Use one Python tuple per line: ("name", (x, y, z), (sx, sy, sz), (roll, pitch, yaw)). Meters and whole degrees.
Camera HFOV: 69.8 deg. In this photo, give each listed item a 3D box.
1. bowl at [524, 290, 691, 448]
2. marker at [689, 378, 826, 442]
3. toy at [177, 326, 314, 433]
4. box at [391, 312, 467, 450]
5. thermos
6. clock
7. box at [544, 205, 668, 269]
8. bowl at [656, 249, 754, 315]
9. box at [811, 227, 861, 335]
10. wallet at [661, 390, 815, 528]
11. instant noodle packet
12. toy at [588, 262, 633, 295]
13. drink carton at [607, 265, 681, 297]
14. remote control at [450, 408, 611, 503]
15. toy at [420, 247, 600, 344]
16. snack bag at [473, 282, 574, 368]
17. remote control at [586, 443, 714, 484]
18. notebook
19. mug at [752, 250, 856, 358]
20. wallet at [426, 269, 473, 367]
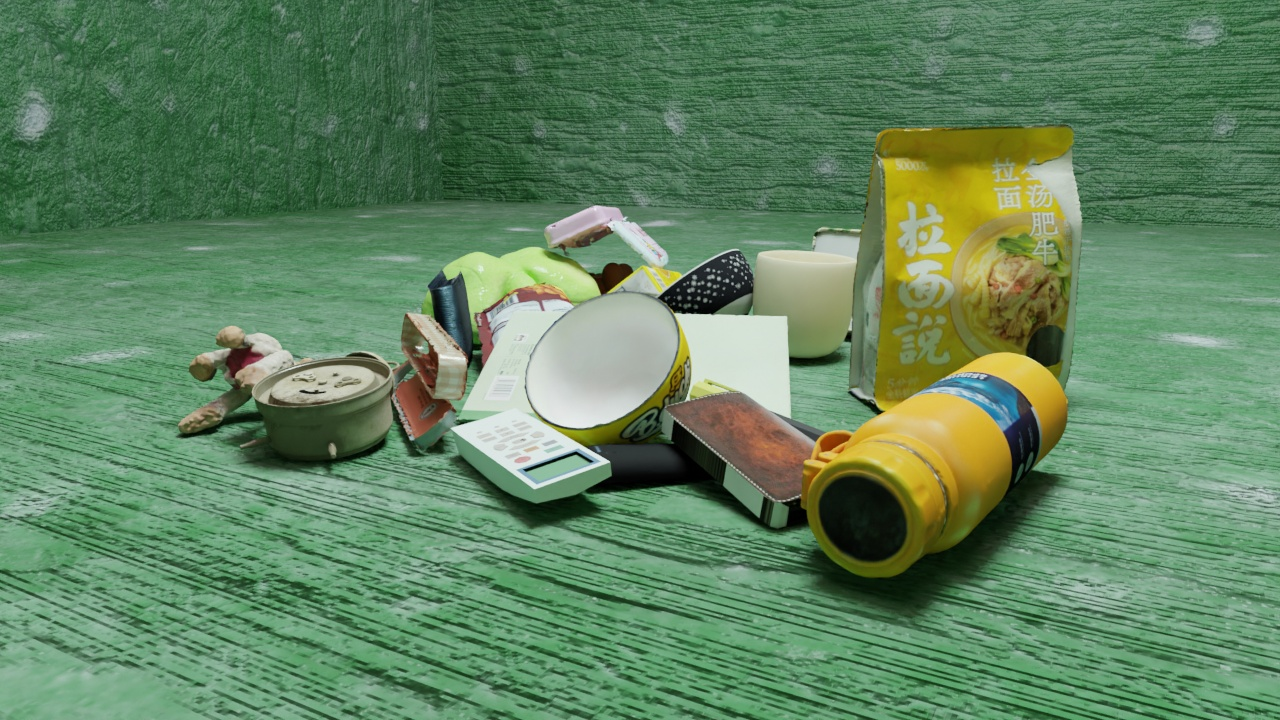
("bowl", (-0.016, 0.016, 0.648), (0.117, 0.068, 0.117), (-14, 49, 17))
("marker", (0.089, 0.040, 0.652), (0.124, 0.021, 0.017), (21, -6, 36))
("toy", (-0.295, 0.020, 0.710), (0.085, 0.074, 0.105), (-39, -21, 16))
("box", (-0.167, 0.011, 0.708), (0.041, 0.082, 0.187), (6, 8, -22))
("thermos", (0.167, 0.055, 0.521), (0.092, 0.076, 0.232), (-24, -4, 39))
("clock", (-0.215, 0.030, 0.664), (0.093, 0.055, 0.140), (3, 21, 15))
("box", (-0.033, -0.152, 1.091), (0.146, 0.077, 0.201), (8, 9, 4))
("bowl", (0.070, -0.052, 0.939), (0.120, 0.066, 0.120), (-32, -9, -6))
("box", (0.275, -0.078, 0.970), (0.206, 0.117, 0.051), (8, -1, 36))
("wallet", (0.073, 0.056, 0.567), (0.072, 0.019, 0.123), (-9, 28, -30))
("instant noodle packet", (0.259, -0.073, 0.731), (0.163, 0.222, 0.084), (-3, 17, -5))
("toy", (-0.077, -0.094, 1.160), (0.128, 0.065, 0.095), (3, -3, 17))
("drink carton", (0.012, -0.069, 1.003), (0.059, 0.043, 0.134), (-36, -9, 17))
("remote control", (-0.073, 0.062, 0.581), (0.049, 0.024, 0.143), (-17, 19, -27))
("toy", (-0.136, -0.078, 1.024), (0.196, 0.107, 0.150), (-22, 22, -37))
("snack bag", (-0.084, -0.016, 0.840), (0.138, 0.067, 0.208), (-4, 20, -15))
("remote control", (0.036, 0.063, 0.596), (0.151, 0.020, 0.041), (-2, 14, -16))
("notebook", (-0.004, 0.004, 0.755), (0.253, 0.010, 0.181), (2, 30, 7))
("mug", (0.169, -0.054, 0.912), (0.120, 0.100, 0.096), (-8, 18, -38))
("wallet", (-0.175, -0.035, 0.861), (0.026, 0.089, 0.115), (-7, 15, -3))
